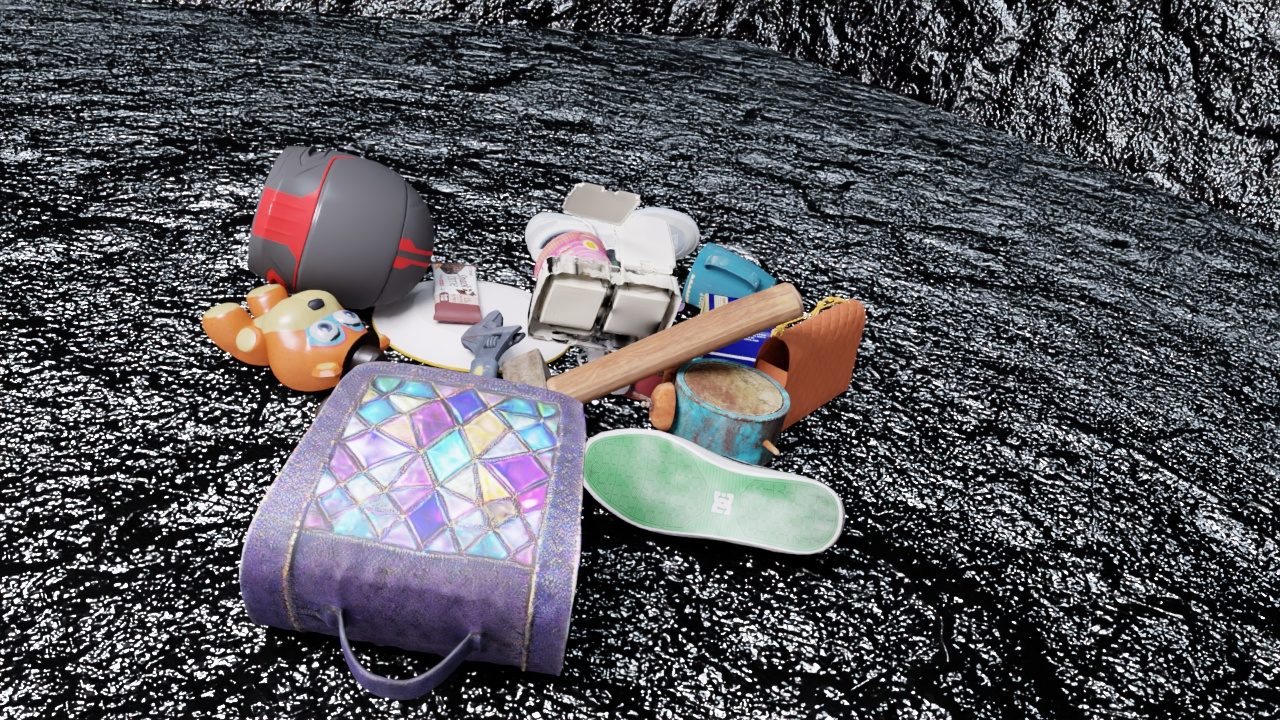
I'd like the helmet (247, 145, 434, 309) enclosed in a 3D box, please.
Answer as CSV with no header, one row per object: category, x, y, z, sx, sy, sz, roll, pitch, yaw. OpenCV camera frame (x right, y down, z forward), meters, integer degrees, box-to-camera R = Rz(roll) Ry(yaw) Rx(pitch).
helmet,-0.312,-0.138,1.004,0.170,0.164,0.265,17,5,-15

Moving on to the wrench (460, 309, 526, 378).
wrench,-0.156,0.026,0.888,0.073,0.022,0.272,-17,34,13

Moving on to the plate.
plate,-0.191,-0.051,1.060,0.230,0.021,0.229,9,28,-5

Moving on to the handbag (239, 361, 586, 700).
handbag,-0.142,0.122,0.631,0.205,0.126,0.221,10,45,-2

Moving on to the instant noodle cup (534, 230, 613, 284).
instant noodle cup,-0.064,-0.088,1.109,0.097,0.098,0.108,-6,39,-29

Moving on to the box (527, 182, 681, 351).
box,-0.027,-0.112,0.924,0.143,0.193,0.106,9,45,-19

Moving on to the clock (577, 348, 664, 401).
clock,-0.006,0.006,0.996,0.124,0.044,0.087,0,30,-19

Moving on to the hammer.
hammer,0.015,-0.002,0.877,0.301,0.037,0.157,-23,32,1

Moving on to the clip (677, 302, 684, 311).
clip,0.030,-0.072,1.191,0.051,0.013,0.035,-8,32,-28

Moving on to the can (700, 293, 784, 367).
can,0.119,-0.035,1.106,0.092,0.057,0.116,9,28,-1

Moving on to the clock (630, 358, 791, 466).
clock,0.065,0.051,0.907,0.158,0.073,0.121,19,27,8

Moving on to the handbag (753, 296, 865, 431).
handbag,0.179,-0.003,1.009,0.060,0.109,0.171,29,33,30

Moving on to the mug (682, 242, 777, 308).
mug,0.118,-0.099,1.180,0.104,0.084,0.112,25,-13,11

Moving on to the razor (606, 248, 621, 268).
razor,-0.015,-0.090,1.153,0.054,0.067,0.151,13,33,-22

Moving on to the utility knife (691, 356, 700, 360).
utility knife,0.075,0.016,1.037,0.022,0.015,0.151,-30,40,-10

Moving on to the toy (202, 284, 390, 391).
toy,-0.326,-0.020,0.890,0.176,0.096,0.111,28,29,7

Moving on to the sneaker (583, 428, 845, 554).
sneaker,0.061,0.117,0.797,0.235,0.084,0.079,12,-9,20

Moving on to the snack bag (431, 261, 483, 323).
snack bag,-0.214,-0.082,1.068,0.057,0.013,0.157,4,28,-15

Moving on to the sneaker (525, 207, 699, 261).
sneaker,-0.034,-0.155,1.253,0.242,0.090,0.090,-1,34,-9

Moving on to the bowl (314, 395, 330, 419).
bowl,-0.224,0.067,0.801,0.114,0.045,0.114,9,28,-5
